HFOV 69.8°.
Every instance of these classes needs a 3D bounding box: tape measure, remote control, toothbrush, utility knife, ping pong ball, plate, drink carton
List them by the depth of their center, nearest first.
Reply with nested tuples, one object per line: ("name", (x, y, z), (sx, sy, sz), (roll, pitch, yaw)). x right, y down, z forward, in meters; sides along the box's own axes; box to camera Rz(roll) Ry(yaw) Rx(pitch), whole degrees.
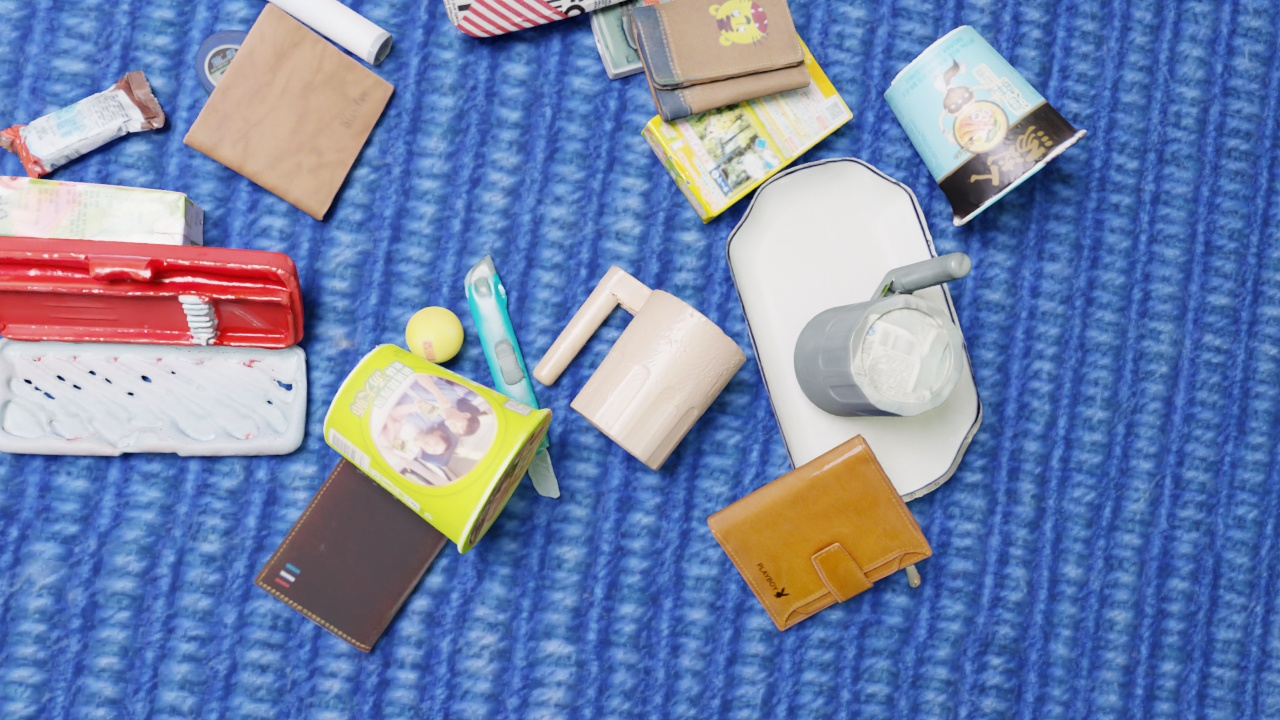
("drink carton", (-0.362, -0.095, 0.613), (0.122, 0.053, 0.045), (3, 87, -10))
("tape measure", (-0.281, -0.203, 0.644), (0.058, 0.025, 0.054), (-38, 93, -18))
("toothbrush", (-0.278, -0.279, 0.647), (0.221, 0.027, 0.026), (31, 89, -6))
("ping pong ball", (-0.146, -0.018, 0.651), (0.040, 0.040, 0.040), (0, 88, -9))
("utility knife", (-0.093, 0.014, 0.672), (0.029, 0.013, 0.185), (-18, 92, -2))
("remote control", (0.031, -0.259, 0.699), (0.135, 0.019, 0.056), (-18, 91, -9))
("plate", (0.160, -0.020, 0.704), (0.162, 0.034, 0.265), (-19, 91, -9))

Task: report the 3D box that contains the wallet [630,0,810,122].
("wallet", (0.058, -0.227, 0.669), (0.115, 0.033, 0.090), (-14, 77, -8))

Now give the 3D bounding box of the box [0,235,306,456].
("box", (-0.330, -0.009, 0.614), (0.201, 0.069, 0.158), (2, 112, -10))

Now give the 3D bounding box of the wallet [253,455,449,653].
("wallet", (-0.196, 0.130, 0.650), (0.096, 0.020, 0.122), (35, 81, -6))

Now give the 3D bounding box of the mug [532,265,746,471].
("mug", (-0.004, 0.004, 0.661), (0.124, 0.084, 0.103), (36, 84, 18))

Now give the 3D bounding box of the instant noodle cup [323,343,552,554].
("instant noodle cup", (-0.140, 0.050, 0.620), (0.123, 0.112, 0.111), (31, 83, 4))

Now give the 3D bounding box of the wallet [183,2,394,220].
("wallet", (-0.241, -0.172, 0.638), (0.101, 0.020, 0.115), (30, 82, -29))

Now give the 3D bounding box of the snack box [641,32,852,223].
("snack box", (0.081, -0.180, 0.699), (0.140, 0.034, 0.087), (-37, 94, -10))

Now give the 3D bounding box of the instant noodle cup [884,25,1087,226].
("instant noodle cup", (0.250, -0.181, 0.695), (0.111, 0.111, 0.120), (-37, 86, -9))

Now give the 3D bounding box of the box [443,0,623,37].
("box", (-0.071, -0.296, 0.668), (0.162, 0.086, 0.076), (-19, 134, -7))

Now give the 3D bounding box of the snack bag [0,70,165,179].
("snack bag", (-0.381, -0.159, 0.625), (0.105, 0.026, 0.045), (-30, 84, -10))

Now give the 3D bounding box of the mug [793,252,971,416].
("mug", (0.172, -0.018, 0.635), (0.083, 0.103, 0.124), (33, 84, -6))

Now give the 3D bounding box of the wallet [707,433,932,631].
("wallet", (0.135, 0.133, 0.677), (0.131, 0.035, 0.119), (-32, 97, 13))
